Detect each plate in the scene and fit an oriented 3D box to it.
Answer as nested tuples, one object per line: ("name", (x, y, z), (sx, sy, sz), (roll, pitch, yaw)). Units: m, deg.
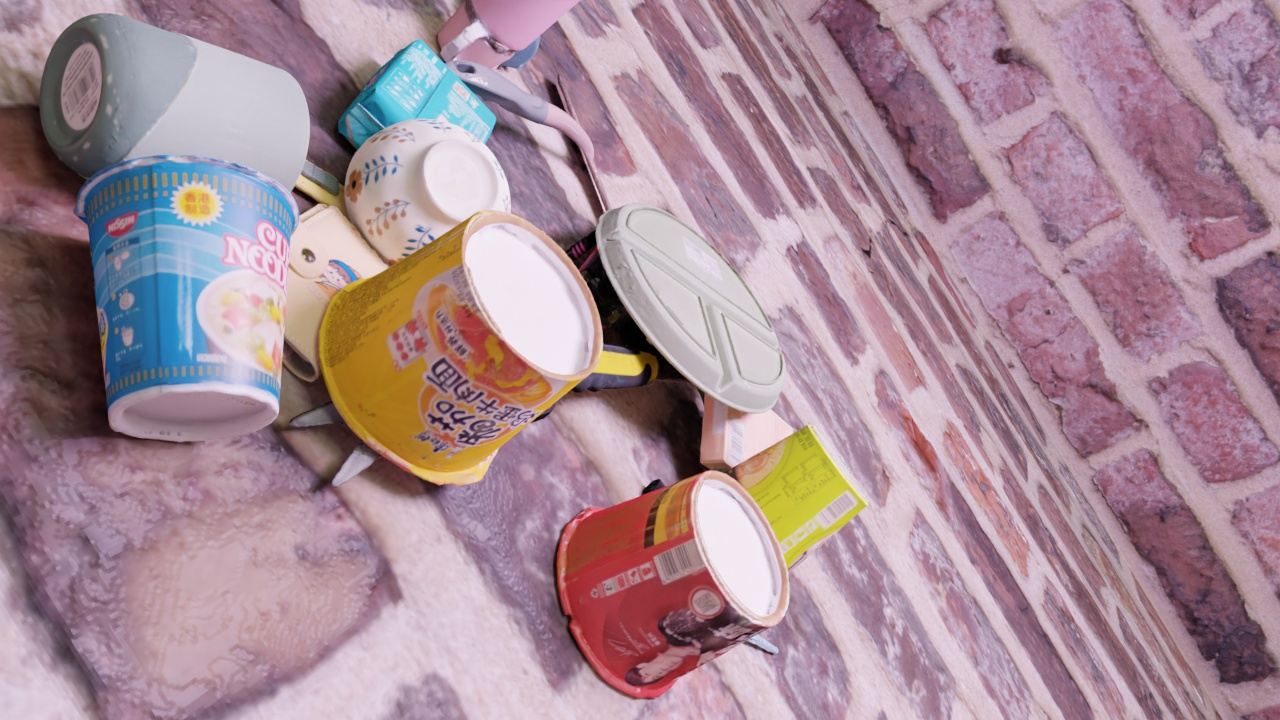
("plate", (0.053, -0.053, 0.819), (0.230, 0.028, 0.229), (38, 29, -25))

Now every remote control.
("remote control", (0.022, -0.028, 0.886), (0.053, 0.024, 0.136), (61, 27, 0))

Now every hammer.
("hammer", (-0.004, 0.004, 0.751), (0.322, 0.032, 0.126), (4, 73, -62))

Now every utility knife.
("utility knife", (-0.200, -0.107, 0.615), (0.166, 0.018, 0.030), (40, 38, -41))

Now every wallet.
("wallet", (-0.194, -0.048, 0.549), (0.087, 0.024, 0.114), (50, 29, -13))

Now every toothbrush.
("toothbrush", (-0.050, -0.103, 0.822), (0.014, 0.018, 0.188), (61, 36, -13))

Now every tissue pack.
("tissue pack", (-0.167, -0.184, 0.702), (0.093, 0.050, 0.133), (44, 30, -24))

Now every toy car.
("toy car", (-0.033, -0.068, 0.813), (0.053, 0.045, 0.120), (49, 36, -15))

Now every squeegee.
("squeegee", (-0.091, -0.221, 0.844), (0.249, 0.040, 0.247), (19, 47, -61))

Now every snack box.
("snack box", (0.102, 0.078, 0.857), (0.157, 0.026, 0.084), (39, 51, -52))

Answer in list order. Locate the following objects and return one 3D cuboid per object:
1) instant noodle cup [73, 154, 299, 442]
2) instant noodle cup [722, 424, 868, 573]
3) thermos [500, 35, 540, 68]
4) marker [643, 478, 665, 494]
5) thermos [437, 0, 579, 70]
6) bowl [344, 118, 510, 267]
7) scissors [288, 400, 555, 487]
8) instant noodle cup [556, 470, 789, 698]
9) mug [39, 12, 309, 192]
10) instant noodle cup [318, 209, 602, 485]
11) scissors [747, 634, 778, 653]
("instant noodle cup", (-0.210, -0.023, 0.432), (0.099, 0.099, 0.109), (16, 57, -53))
("instant noodle cup", (0.116, 0.118, 0.754), (0.111, 0.123, 0.111), (51, 9, -12))
("thermos", (-0.146, -0.392, 0.938), (0.070, 0.070, 0.220), (25, 43, -47))
("marker", (0.048, 0.152, 0.752), (0.132, 0.020, 0.022), (52, 43, -12))
("thermos", (-0.096, -0.324, 0.800), (0.067, 0.199, 0.087), (54, 26, -13))
("bowl", (-0.133, -0.111, 0.614), (0.113, 0.062, 0.113), (7, 79, -36))
("scissors", (-0.140, 0.007, 0.589), (0.229, 0.022, 0.189), (13, 48, -51))
("instant noodle cup", (0.028, 0.147, 0.625), (0.138, 0.109, 0.137), (39, 33, -33))
("mug", (-0.245, -0.114, 0.482), (0.106, 0.082, 0.111), (3, 91, -58))
("instant noodle cup", (-0.096, -0.013, 0.535), (0.138, 0.110, 0.137), (38, 36, -34))
("scissors", (0.078, 0.215, 0.743), (0.133, 0.017, 0.056), (39, 24, -40))
